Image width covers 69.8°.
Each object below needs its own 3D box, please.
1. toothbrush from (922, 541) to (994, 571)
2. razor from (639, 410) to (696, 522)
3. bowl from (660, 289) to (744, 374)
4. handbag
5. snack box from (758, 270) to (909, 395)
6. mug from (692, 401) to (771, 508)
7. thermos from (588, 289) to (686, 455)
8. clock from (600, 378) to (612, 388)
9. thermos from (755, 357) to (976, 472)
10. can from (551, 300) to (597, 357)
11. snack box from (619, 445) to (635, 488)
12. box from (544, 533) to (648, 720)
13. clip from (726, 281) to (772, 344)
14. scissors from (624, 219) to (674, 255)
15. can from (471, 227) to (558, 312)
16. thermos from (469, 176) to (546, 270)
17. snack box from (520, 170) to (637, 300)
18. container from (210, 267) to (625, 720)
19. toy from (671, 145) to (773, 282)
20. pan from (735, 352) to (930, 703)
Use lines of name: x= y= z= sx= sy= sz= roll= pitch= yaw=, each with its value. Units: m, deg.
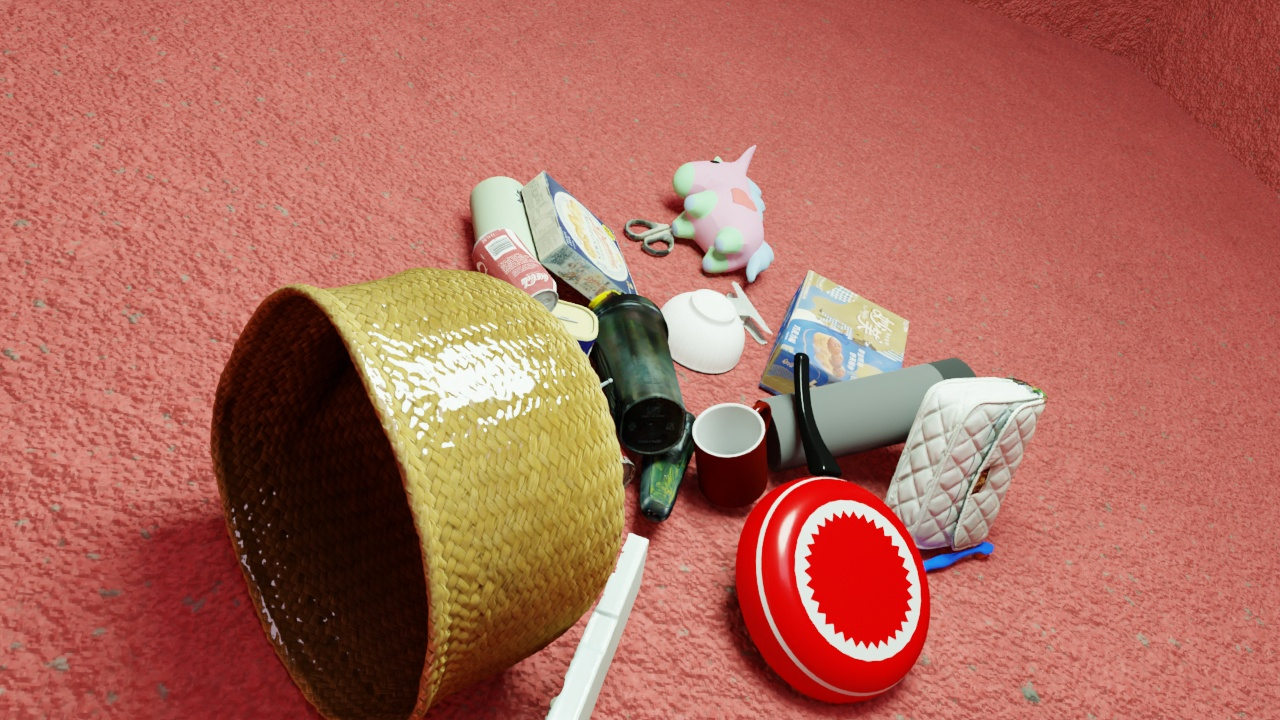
toothbrush: x=0.321 y=0.222 z=1.000 sx=0.182 sy=0.018 sz=0.016 roll=-7 pitch=53 yaw=-30
razor: x=0.028 y=0.102 z=0.930 sx=0.054 sy=0.067 sz=0.151 roll=25 pitch=32 yaw=-3
bowl: x=0.080 y=-0.046 z=1.131 sx=0.118 sy=0.062 sz=0.117 roll=15 pitch=40 yaw=-13
handbag: x=0.352 y=0.115 z=0.988 sx=0.138 sy=0.195 sz=0.072 roll=-2 pitch=28 yaw=-29
snack box: x=0.253 y=-0.011 z=1.178 sx=0.155 sy=0.069 sz=0.202 roll=28 pitch=39 yaw=2
mug: x=0.103 y=0.089 z=0.950 sx=0.073 sy=0.083 sz=0.105 roll=26 pitch=54 yaw=32
thermos: x=-0.006 y=0.006 z=0.976 sx=0.098 sy=0.098 sz=0.220 roll=12 pitch=29 yaw=-16
clock: x=-0.103 y=0.062 z=0.865 sx=0.122 sy=0.159 sz=0.045 roll=35 pitch=-2 yaw=30
thermos: x=0.254 y=0.059 z=1.027 sx=0.240 sy=0.082 sz=0.082 roll=-12 pitch=48 yaw=-10
can: x=-0.110 y=-0.017 z=0.974 sx=0.116 sy=0.092 sz=0.056 roll=14 pitch=40 yaw=-14
snack box: x=-0.064 y=0.078 z=0.909 sx=0.072 sy=0.072 sz=0.121 roll=-10 pitch=51 yaw=-36
box: x=-0.042 y=0.238 z=0.689 sx=0.041 sy=0.135 sz=0.196 roll=21 pitch=39 yaw=7
clip: x=0.130 y=-0.069 z=1.203 sx=0.058 sy=0.050 sz=0.101 roll=7 pitch=40 yaw=-40
scissors: x=0.052 y=-0.179 z=1.309 sx=0.170 sy=0.013 sz=0.121 roll=3 pitch=44 yaw=-31
can: x=-0.126 y=-0.086 z=0.924 sx=0.053 sy=0.054 sz=0.096 roll=-15 pitch=53 yaw=-39
thermos: x=-0.152 y=-0.123 z=1.078 sx=0.082 sy=0.083 sz=0.231 roll=5 pitch=43 yaw=-23
snack box: x=-0.074 y=-0.140 z=1.118 sx=0.145 sy=0.043 sz=0.144 roll=35 pitch=26 yaw=-43
container: x=-0.156 y=0.091 z=0.672 sx=0.196 sy=0.308 sz=0.307 roll=-14 pitch=53 yaw=-42
toy: x=0.129 y=-0.205 z=1.307 sx=0.170 sy=0.120 sz=0.222 roll=-20 pitch=64 yaw=-38
pan: x=0.185 y=0.144 z=0.894 sx=0.208 sy=0.067 sz=0.355 roll=13 pitch=62 yaw=-25
